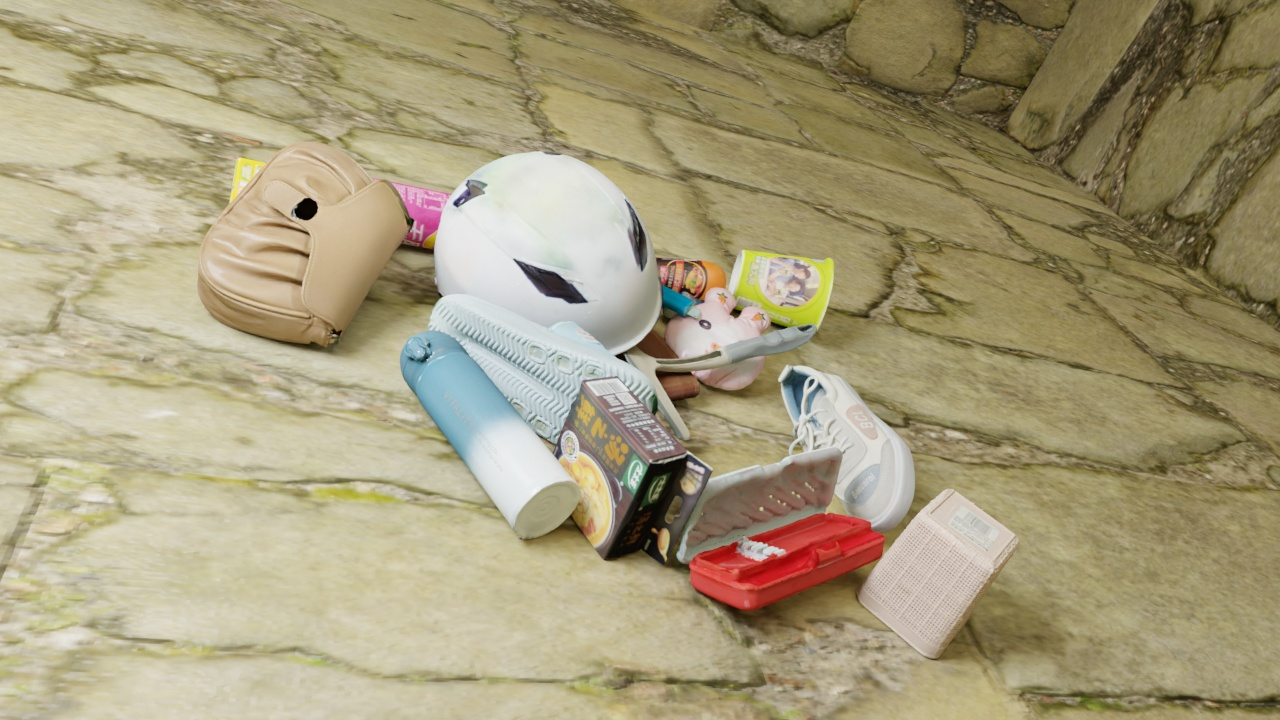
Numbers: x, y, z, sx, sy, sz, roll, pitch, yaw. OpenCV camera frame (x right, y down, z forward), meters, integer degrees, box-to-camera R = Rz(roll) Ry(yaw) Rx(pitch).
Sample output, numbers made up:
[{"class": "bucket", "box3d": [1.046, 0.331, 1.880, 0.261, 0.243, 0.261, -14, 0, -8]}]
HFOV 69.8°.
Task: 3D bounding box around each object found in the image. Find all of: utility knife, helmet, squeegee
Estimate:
[{"class": "utility knife", "box3d": [0.010, -0.084, 1.091, 0.159, 0.018, 0.034, 29, 41, 32]}, {"class": "helmet", "box3d": [-0.097, -0.127, 0.955, 0.228, 0.146, 0.259, -34, 55, -27]}, {"class": "squeegee", "box3d": [0.088, -0.009, 1.000, 0.246, 0.039, 0.246, -10, 44, -26]}]

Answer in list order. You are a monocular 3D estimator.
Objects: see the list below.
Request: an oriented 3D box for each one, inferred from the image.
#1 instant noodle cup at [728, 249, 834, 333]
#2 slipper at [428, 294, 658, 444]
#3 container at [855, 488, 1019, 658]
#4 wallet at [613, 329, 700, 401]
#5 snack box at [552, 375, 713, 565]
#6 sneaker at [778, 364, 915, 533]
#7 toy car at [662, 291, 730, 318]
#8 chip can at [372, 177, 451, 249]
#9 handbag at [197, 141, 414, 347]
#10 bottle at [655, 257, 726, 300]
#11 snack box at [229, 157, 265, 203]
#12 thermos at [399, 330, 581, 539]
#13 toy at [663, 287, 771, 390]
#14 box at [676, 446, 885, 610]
[{"class": "instant noodle cup", "box3d": [0.184, -0.098, 1.237, 0.123, 0.112, 0.111, 14, 30, -2]}, {"class": "slipper", "box3d": [-0.093, 0.006, 0.872, 0.245, 0.104, 0.074, 26, 28, 17]}, {"class": "container", "box3d": [0.268, 0.186, 0.821, 0.090, 0.111, 0.089, 39, 33, 25]}, {"class": "wallet", "box3d": [-0.006, 0.006, 1.003, 0.101, 0.032, 0.124, -3, 39, -34]}, {"class": "snack box", "box3d": [-0.015, 0.095, 0.765, 0.053, 0.113, 0.125, -7, 41, -40]}, {"class": "sneaker", "box3d": [0.207, 0.078, 0.969, 0.090, 0.090, 0.242, 28, 22, -24]}, {"class": "toy car", "box3d": [0.070, -0.058, 1.149, 0.090, 0.043, 0.034, 14, 64, -26]}, {"class": "chip can", "box3d": [-0.287, -0.169, 1.044, 0.210, 0.072, 0.071, 8, 33, -25]}, {"class": "handbag", "box3d": [-0.313, -0.114, 0.863, 0.147, 0.100, 0.204, 27, 54, -9]}, {"class": "bottle", "box3d": [0.033, -0.105, 1.182, 0.149, 0.067, 0.066, 11, 31, -8]}, {"class": "snack box", "box3d": [-0.351, -0.151, 0.954, 0.140, 0.087, 0.034, 8, -7, -27]}, {"class": "thermos", "box3d": [-0.138, 0.056, 0.791, 0.070, 0.070, 0.220, -8, 43, -43]}, {"class": "toy", "box3d": [0.095, -0.031, 1.084, 0.121, 0.054, 0.159, 28, 45, 4]}, {"class": "box", "box3d": [0.127, 0.137, 0.803, 0.201, 0.102, 0.095, -7, 13, -42]}]
